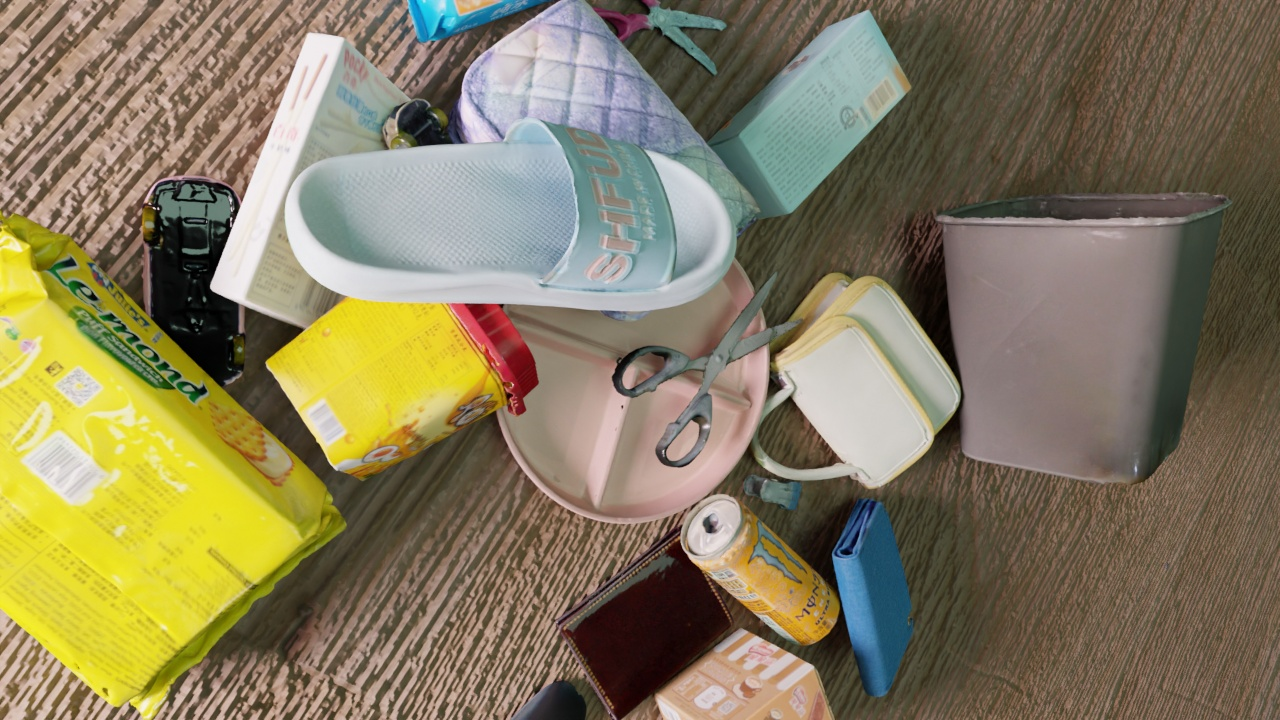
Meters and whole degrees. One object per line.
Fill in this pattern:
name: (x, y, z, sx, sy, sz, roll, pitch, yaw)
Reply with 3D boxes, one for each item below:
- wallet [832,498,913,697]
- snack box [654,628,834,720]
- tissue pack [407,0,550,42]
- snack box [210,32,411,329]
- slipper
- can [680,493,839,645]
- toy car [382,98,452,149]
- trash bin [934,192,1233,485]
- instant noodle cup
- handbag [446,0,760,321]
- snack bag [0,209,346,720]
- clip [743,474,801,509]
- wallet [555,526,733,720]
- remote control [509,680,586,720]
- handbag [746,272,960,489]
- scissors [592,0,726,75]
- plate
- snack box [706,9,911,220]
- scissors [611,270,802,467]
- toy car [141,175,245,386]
wallet: (0.194, 0.195, 0.771, 0.106, 0.040, 0.133, -40, 119, -56)
snack box: (0.082, 0.274, 0.702, 0.094, 0.093, 0.077, -28, 107, -25)
tissue pack: (-0.097, -0.264, 0.580, 0.139, 0.063, 0.090, -29, 107, -25)
snack box: (-0.186, -0.098, 0.536, 0.084, 0.027, 0.156, 37, 69, -70)
slipper: (-0.059, -0.083, 0.491, 0.245, 0.074, 0.104, -4, 66, -23)
can: (0.095, 0.165, 0.715, 0.146, 0.058, 0.058, 44, 72, -31)
toy car: (-0.133, -0.117, 0.571, 0.042, 0.035, 0.090, -62, 146, -43)
trash bin: (0.374, -0.028, 0.789, 0.198, 0.199, 0.220, -19, 110, -44)
instant noodle cup: (-0.139, 0.003, 0.543, 0.123, 0.116, 0.116, -35, 81, -11)
handbag: (-0.025, -0.131, 0.604, 0.134, 0.076, 0.194, -43, 98, -24)
snack bag: (-0.289, 0.060, 0.477, 0.158, 0.068, 0.246, -42, 113, -9)
clip: (0.111, 0.107, 0.751, 0.056, 0.029, 0.024, 19, 85, -36)
wallet: (0.006, 0.200, 0.698, 0.122, 0.020, 0.096, -34, 104, -22)
remote control: (-0.090, 0.286, 0.645, 0.136, 0.024, 0.053, -42, 111, -21)
handbag: (0.170, 0.036, 0.759, 0.178, 0.063, 0.163, -47, 112, -15)
scissors: (0.008, -0.245, 0.671, 0.136, 0.017, 0.105, 35, 75, -31)
plate: (-0.004, 0.004, 0.673, 0.229, 0.028, 0.229, -2, 94, -29)
snack box: (0.134, -0.193, 0.724, 0.174, 0.052, 0.074, -46, 112, -20)
scissors: (0.052, 0.003, 0.683, 0.159, 0.014, 0.173, 12, 85, -32)
toy car: (-0.254, -0.044, 0.523, 0.056, 0.037, 0.122, 1, 105, -24)
